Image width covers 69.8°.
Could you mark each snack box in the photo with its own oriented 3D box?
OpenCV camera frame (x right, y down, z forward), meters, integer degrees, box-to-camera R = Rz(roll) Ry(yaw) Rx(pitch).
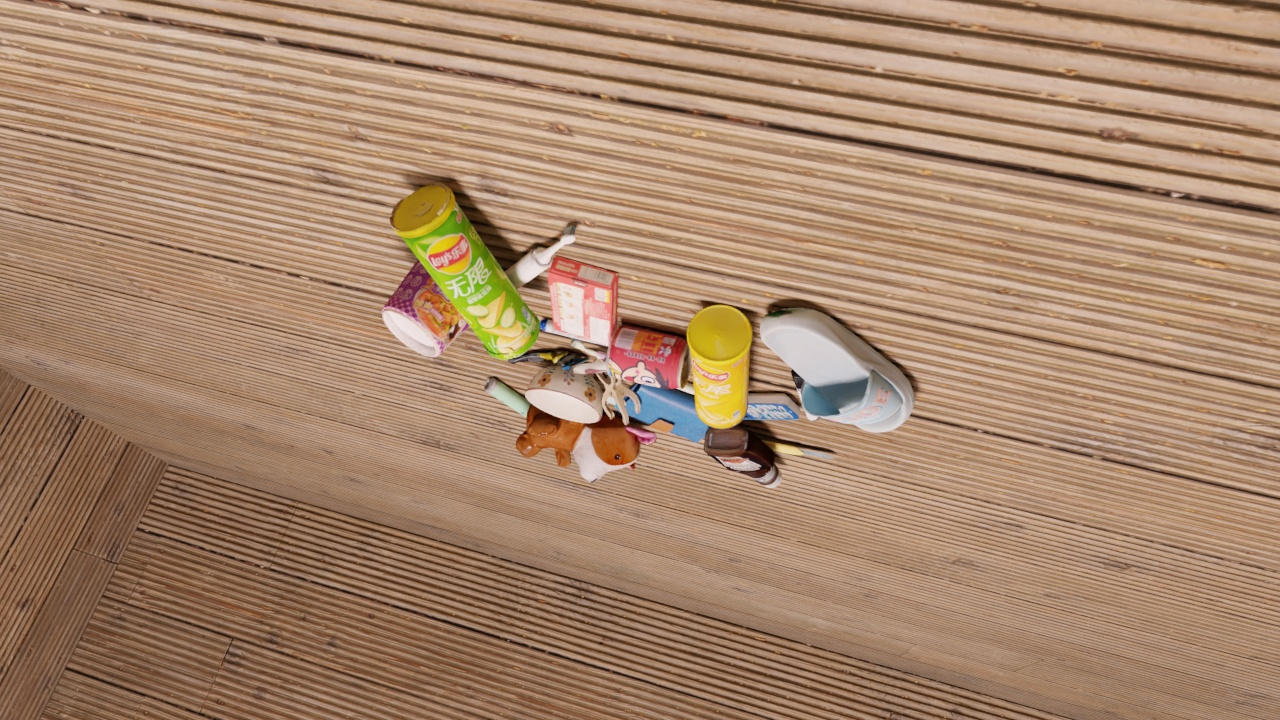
[{"bbox_3d":[-0.066,-0.067,1.081,0.075,0.025,0.153,17,157,5],"label":"snack box"}]

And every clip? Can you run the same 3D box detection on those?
[{"bbox_3d":[-0.043,0.039,1.269,0.081,0.034,0.104,4,131,53],"label":"clip"}]

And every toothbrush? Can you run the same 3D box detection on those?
[{"bbox_3d":[-0.004,0.008,1.221,0.189,0.020,0.029,22,-172,-14],"label":"toothbrush"},{"bbox_3d":[-0.122,-0.107,1.028,0.026,0.026,0.222,16,161,-26],"label":"toothbrush"},{"bbox_3d":[-0.175,0.089,1.523,0.027,0.026,0.224,-23,139,27],"label":"toothbrush"},{"bbox_3d":[-0.007,0.007,1.184,0.188,0.017,0.016,-6,144,27],"label":"toothbrush"}]

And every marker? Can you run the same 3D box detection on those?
[{"bbox_3d":[0.209,0.044,1.146,0.023,0.018,0.131,-2,152,20],"label":"marker"},{"bbox_3d":[-0.059,-0.030,1.174,0.146,0.016,0.017,14,158,8],"label":"marker"}]

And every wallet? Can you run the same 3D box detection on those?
[{"bbox_3d":[0.044,0.072,1.312,0.133,0.040,0.107,23,153,-10],"label":"wallet"}]

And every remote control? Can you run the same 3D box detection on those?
[{"bbox_3d":[0.149,0.061,1.220,0.125,0.024,0.049,-2,150,37],"label":"remote control"}]

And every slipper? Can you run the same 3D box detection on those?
[{"bbox_3d":[0.218,0.024,1.020,0.104,0.074,0.245,-8,145,45],"label":"slipper"}]

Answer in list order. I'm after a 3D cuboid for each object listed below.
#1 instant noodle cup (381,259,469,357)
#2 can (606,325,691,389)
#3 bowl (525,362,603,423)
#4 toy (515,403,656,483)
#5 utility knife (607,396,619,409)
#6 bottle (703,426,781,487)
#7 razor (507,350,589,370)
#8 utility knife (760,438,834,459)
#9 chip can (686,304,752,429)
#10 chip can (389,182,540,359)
[{"bbox_3d":[-0.245,-0.066,1.089,0.111,0.099,0.112,28,153,16],"label":"instant noodle cup"},{"bbox_3d":[0.012,-0.003,1.118,0.094,0.066,0.066,11,157,14],"label":"can"},{"bbox_3d":[-0.101,0.039,1.306,0.113,0.062,0.114,16,158,7],"label":"bowl"},{"bbox_3d":[-0.085,0.125,1.434,0.199,0.130,0.140,14,154,-17],"label":"toy"},{"bbox_3d":[0.000,0.075,1.371,0.206,0.018,0.034,21,154,-10],"label":"utility knife"},{"bbox_3d":[0.160,0.145,1.345,0.080,0.044,0.195,-2,157,28],"label":"bottle"},{"bbox_3d":[-0.137,-0.004,1.288,0.143,0.022,0.042,1,-163,41],"label":"razor"},{"bbox_3d":[0.188,0.127,1.352,0.195,0.020,0.031,14,164,26],"label":"utility knife"},{"bbox_3d":[0.096,0.013,1.090,0.072,0.072,0.213,13,158,12],"label":"chip can"},{"bbox_3d":[-0.185,-0.090,1.008,0.073,0.072,0.221,4,144,30],"label":"chip can"}]
